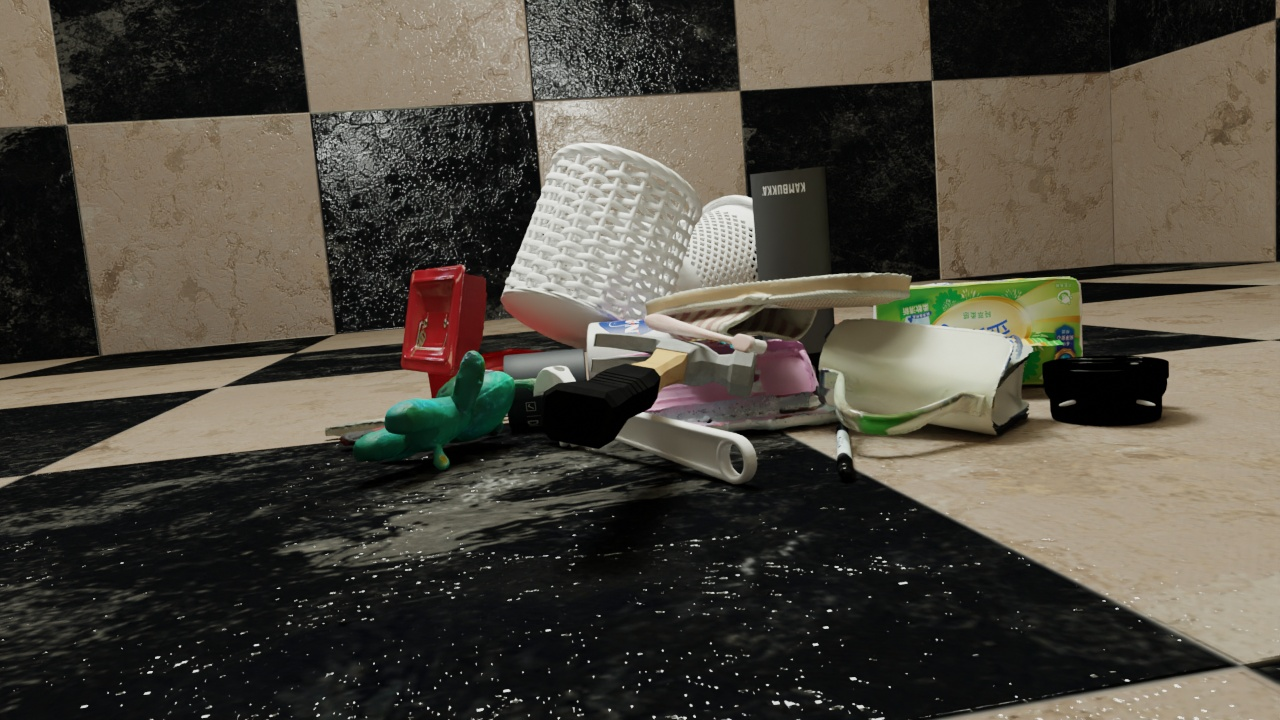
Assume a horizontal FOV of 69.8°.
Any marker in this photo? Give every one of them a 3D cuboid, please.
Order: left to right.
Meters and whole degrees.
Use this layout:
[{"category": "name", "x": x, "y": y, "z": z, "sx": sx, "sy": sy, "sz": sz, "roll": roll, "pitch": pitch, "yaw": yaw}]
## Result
[{"category": "marker", "x": 0.147, "y": 0.063, "z": 0.663, "sx": 0.011, "sy": 0.011, "sz": 0.152, "roll": -3, "pitch": 6, "yaw": 12}]

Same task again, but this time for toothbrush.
[{"category": "toothbrush", "x": 0.049, "y": -0.024, "z": 0.775, "sx": 0.018, "sy": 0.015, "sz": 0.181, "roll": 11, "pitch": 3, "yaw": -29}]

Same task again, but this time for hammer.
[{"category": "hammer", "x": 0.001, "y": 0.014, "z": 0.640, "sx": 0.131, "sy": 0.039, "sz": 0.327, "roll": 10, "pitch": 7, "yaw": 11}]

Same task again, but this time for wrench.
[{"category": "wrench", "x": -0.008, "y": 0.051, "z": 0.702, "sx": 0.018, "sy": 0.066, "sz": 0.274, "roll": -9, "pitch": 12, "yaw": -35}]

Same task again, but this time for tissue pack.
[{"category": "tissue pack", "x": 0.326, "y": -0.024, "z": 0.892, "sx": 0.198, "sy": 0.120, "sz": 0.141, "roll": -9, "pitch": 4, "yaw": 16}]

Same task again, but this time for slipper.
[{"category": "slipper", "x": 0.112, "y": -0.042, "z": 0.813, "sx": 0.114, "sy": 0.052, "sz": 0.264, "roll": -3, "pitch": -1, "yaw": -45}]

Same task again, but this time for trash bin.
[{"category": "trash bin", "x": 0.076, "y": -0.111, "z": 1.260, "sx": 0.199, "sy": 0.195, "sz": 0.196, "roll": -23, "pitch": 17, "yaw": -39}]

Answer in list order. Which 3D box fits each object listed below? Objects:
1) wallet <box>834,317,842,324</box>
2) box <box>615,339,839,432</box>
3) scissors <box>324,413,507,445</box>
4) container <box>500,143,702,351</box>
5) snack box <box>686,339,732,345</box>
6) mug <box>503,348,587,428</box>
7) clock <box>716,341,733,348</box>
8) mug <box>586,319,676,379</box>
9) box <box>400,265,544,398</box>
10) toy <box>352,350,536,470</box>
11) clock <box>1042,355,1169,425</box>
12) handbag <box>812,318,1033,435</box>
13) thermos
[{"category": "wallet", "x": 0.229, "y": -0.022, "z": 1.153, "sx": 0.120, "sy": 0.013, "sz": 0.087, "roll": -25, "pitch": 34, "yaw": -30}, {"category": "box", "x": 0.073, "y": 0.037, "z": 0.828, "sx": 0.201, "sy": 0.067, "sz": 0.153, "roll": -6, "pitch": 34, "yaw": -11}, {"category": "scissors", "x": -0.222, "y": 0.064, "z": 0.915, "sx": 0.179, "sy": 0.015, "sz": 0.184, "roll": -3, "pitch": 6, "yaw": 15}, {"category": "container", "x": -0.045, "y": -0.122, "z": 1.069, "sx": 0.189, "sy": 0.186, "sz": 0.189, "roll": 18, "pitch": -15, "yaw": 5}, {"category": "snack box", "x": 0.061, "y": -0.007, "z": 1.249, "sx": 0.132, "sy": 0.036, "sz": 0.152, "roll": -5, "pitch": 6, "yaw": -4}, {"category": "mug", "x": -0.091, "y": 0.033, "z": 0.905, "sx": 0.077, "sy": 0.071, "sz": 0.105, "roll": -5, "pitch": -20, "yaw": -3}, {"category": "clock", "x": 0.076, "y": 0.005, "z": 1.114, "sx": 0.130, "sy": 0.044, "sz": 0.099, "roll": -11, "pitch": 5, "yaw": 10}, {"category": "mug", "x": -0.006, "y": 0.005, "z": 0.936, "sx": 0.090, "sy": 0.091, "sz": 0.121, "roll": -4, "pitch": 7, "yaw": 4}, {"category": "box", "x": -0.178, "y": -0.015, "z": 1.082, "sx": 0.170, "sy": 0.156, "sz": 0.157, "roll": 14, "pitch": -4, "yaw": -35}, {"category": "toy", "x": -0.157, "y": 0.049, "z": 0.767, "sx": 0.131, "sy": 0.072, "sz": 0.193, "roll": -41, "pitch": -9, "yaw": 24}, {"category": "clock", "x": 0.372, "y": 0.021, "z": 0.735, "sx": 0.091, "sy": 0.042, "sz": 0.120, "roll": -2, "pitch": 7, "yaw": 25}, {"category": "handbag", "x": 0.211, "y": 0.014, "z": 0.716, "sx": 0.151, "sy": 0.074, "sz": 0.175, "roll": 11, "pitch": 20, "yaw": 36}, {"category": "thermos", "x": 0.174, "y": -0.093, "z": 1.036, "sx": 0.082, "sy": 0.240, "sz": 0.082, "roll": -6, "pitch": 11, "yaw": 1}]
